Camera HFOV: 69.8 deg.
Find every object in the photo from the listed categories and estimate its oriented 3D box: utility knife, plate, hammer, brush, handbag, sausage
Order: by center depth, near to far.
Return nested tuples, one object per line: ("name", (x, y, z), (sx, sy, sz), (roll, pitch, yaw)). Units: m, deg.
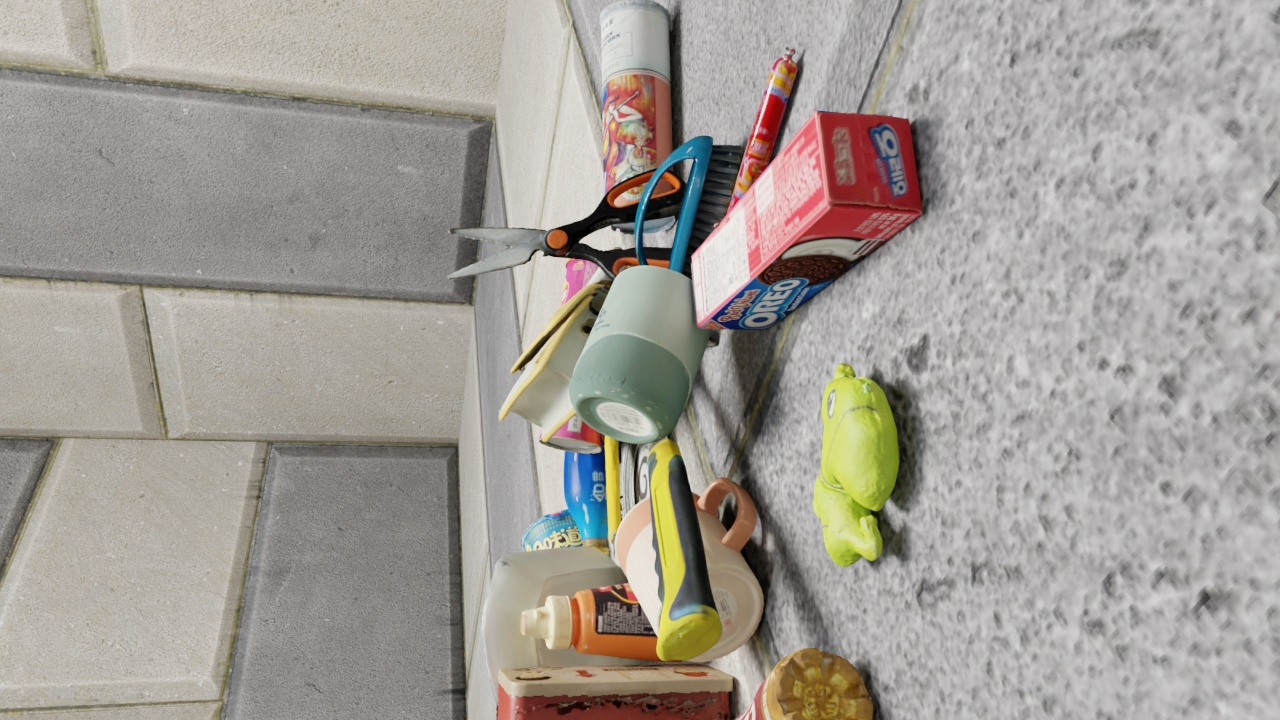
("sausage", (0.083, -0.145, 0.650), (0.020, 0.020, 0.156), (-105, 23, -48))
("hammer", (0.019, 0.076, 0.663), (0.126, 0.032, 0.322), (-45, 25, 20))
("brush", (0.033, -0.109, 0.726), (0.055, 0.073, 0.144), (-80, 2, -56))
("plate", (-0.055, 0.247, 0.826), (0.265, 0.034, 0.162), (23, -126, -65))
("handbag", (-0.067, -0.025, 0.866), (0.164, 0.063, 0.178), (-42, 24, 61))
("plate", (0.002, 0.122, 0.904), (0.179, 0.024, 0.179), (-176, 91, -76))
("utility knife", (-0.027, 0.116, 0.932), (0.033, 0.015, 0.167), (111, 158, -68))

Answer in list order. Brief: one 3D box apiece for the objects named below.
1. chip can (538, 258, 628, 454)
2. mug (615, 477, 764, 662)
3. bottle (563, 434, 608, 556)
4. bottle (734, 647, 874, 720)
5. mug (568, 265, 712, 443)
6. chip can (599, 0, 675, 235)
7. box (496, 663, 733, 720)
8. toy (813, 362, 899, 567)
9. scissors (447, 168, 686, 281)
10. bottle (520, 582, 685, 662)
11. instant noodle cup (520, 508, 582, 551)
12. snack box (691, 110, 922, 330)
("chip can", (-0.062, -0.008, 1.002), (0.071, 0.071, 0.210), (139, 141, -70))
("mug", (0.043, 0.142, 0.663), (0.114, 0.081, 0.106), (-54, 24, 7))
("bottle", (-0.056, 0.119, 1.033), (0.065, 0.065, 0.218), (127, 144, -64))
("bottle", (0.077, 0.231, 0.540), (0.175, 0.057, 0.057), (109, 158, -47))
("mug", (-0.004, 0.004, 0.669), (0.112, 0.082, 0.106), (-50, 17, 60))
("chip can", (-0.003, -0.233, 0.886), (0.071, 0.071, 0.214), (143, 127, -71))
("box", (-0.020, 0.270, 0.679), (0.091, 0.168, 0.076), (146, 126, -72))
("toy", (0.113, 0.055, 0.485), (0.096, 0.031, 0.100), (-104, 18, -46))
("scissors", (-0.053, -0.114, 0.814), (0.197, 0.227, 0.022), (-62, -13, -18))
("bottle", (-0.021, 0.206, 0.728), (0.067, 0.149, 0.066), (-178, 91, -75))
("instant noodle cup", (-0.081, 0.246, 1.069), (0.109, 0.099, 0.099), (-112, 28, -43))
("snack box", (0.088, -0.074, 0.552), (0.208, 0.057, 0.058), (136, 132, -68))
